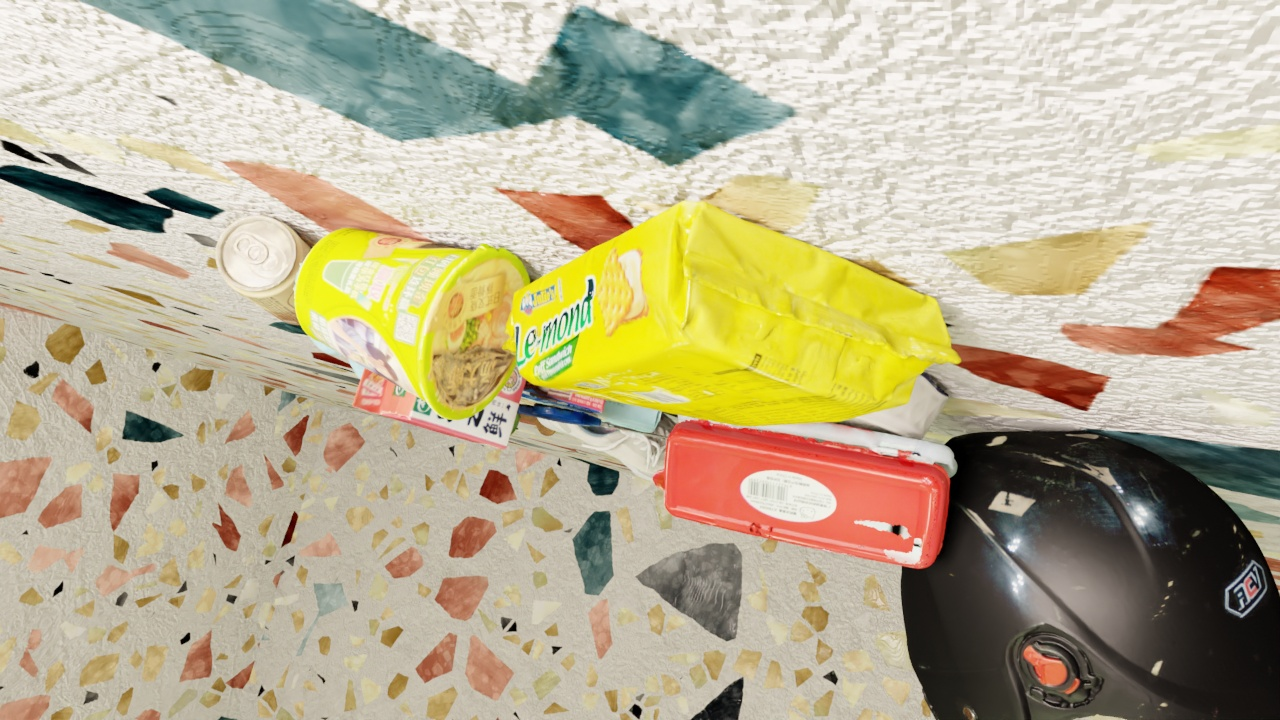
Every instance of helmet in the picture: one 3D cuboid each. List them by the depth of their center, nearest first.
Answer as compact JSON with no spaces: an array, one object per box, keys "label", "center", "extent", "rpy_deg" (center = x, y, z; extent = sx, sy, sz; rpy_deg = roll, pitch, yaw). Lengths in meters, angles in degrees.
[{"label":"helmet","center":[0.322,0.165,0.672],"extent":[0.232,0.230,0.275],"rpy_deg":[-17,-173,-35]}]

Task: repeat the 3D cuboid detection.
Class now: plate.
[{"label":"plate","center":[0.124,0.027,0.700],"extent":[0.205,0.045,0.205],"rpy_deg":[14,171,2]}]

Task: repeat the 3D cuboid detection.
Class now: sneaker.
[{"label":"sneaker","center":[-0.008,0.084,1.113],"extent":[0.242,0.089,0.091],"rpy_deg":[28,160,-32]}]

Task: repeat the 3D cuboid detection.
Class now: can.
[{"label":"can","center":[-0.269,-0.065,0.688],"extent":[0.058,0.058,0.116],"rpy_deg":[14,171,-3]}]

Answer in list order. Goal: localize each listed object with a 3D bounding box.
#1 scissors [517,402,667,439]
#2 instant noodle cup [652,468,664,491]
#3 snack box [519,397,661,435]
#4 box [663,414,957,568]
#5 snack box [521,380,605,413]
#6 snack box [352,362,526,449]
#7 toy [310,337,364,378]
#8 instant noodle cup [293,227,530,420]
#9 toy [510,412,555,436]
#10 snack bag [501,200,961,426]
[{"label":"scissors","center":[-0.045,0.059,0.886],"extent":[0.162,0.012,0.163],"rpy_deg":[8,172,16]},{"label":"instant noodle cup","center":[0.113,0.122,1.015],"extent":[0.194,0.065,0.194],"rpy_deg":[12,160,4]},{"label":"snack box","center":[-0.066,0.036,0.990],"extent":[0.175,0.051,0.074],"rpy_deg":[15,169,-7]},{"label":"box","center":[0.125,0.076,0.675],"extent":[0.202,0.095,0.098],"rpy_deg":[9,-161,22]},{"label":"snack box","center":[-0.131,-0.001,0.856],"extent":[0.207,0.058,0.057],"rpy_deg":[17,170,-20]},{"label":"snack box","center":[-0.151,0.002,0.741],"extent":[0.044,0.113,0.127],"rpy_deg":[7,168,43]},{"label":"toy","center":[-0.256,-0.008,0.876],"extent":[0.156,0.050,0.161],"rpy_deg":[51,-172,0]},{"label":"instant noodle cup","center":[-0.152,-0.034,0.593],"extent":[0.123,0.111,0.111],"rpy_deg":[19,173,23]},{"label":"toy","center":[-0.245,0.065,1.301],"extent":[0.247,0.089,0.227],"rpy_deg":[3,159,36]},{"label":"snack bag","center":[0.030,-0.009,0.515],"extent":[0.158,0.068,0.247],"rpy_deg":[18,165,-26]}]
